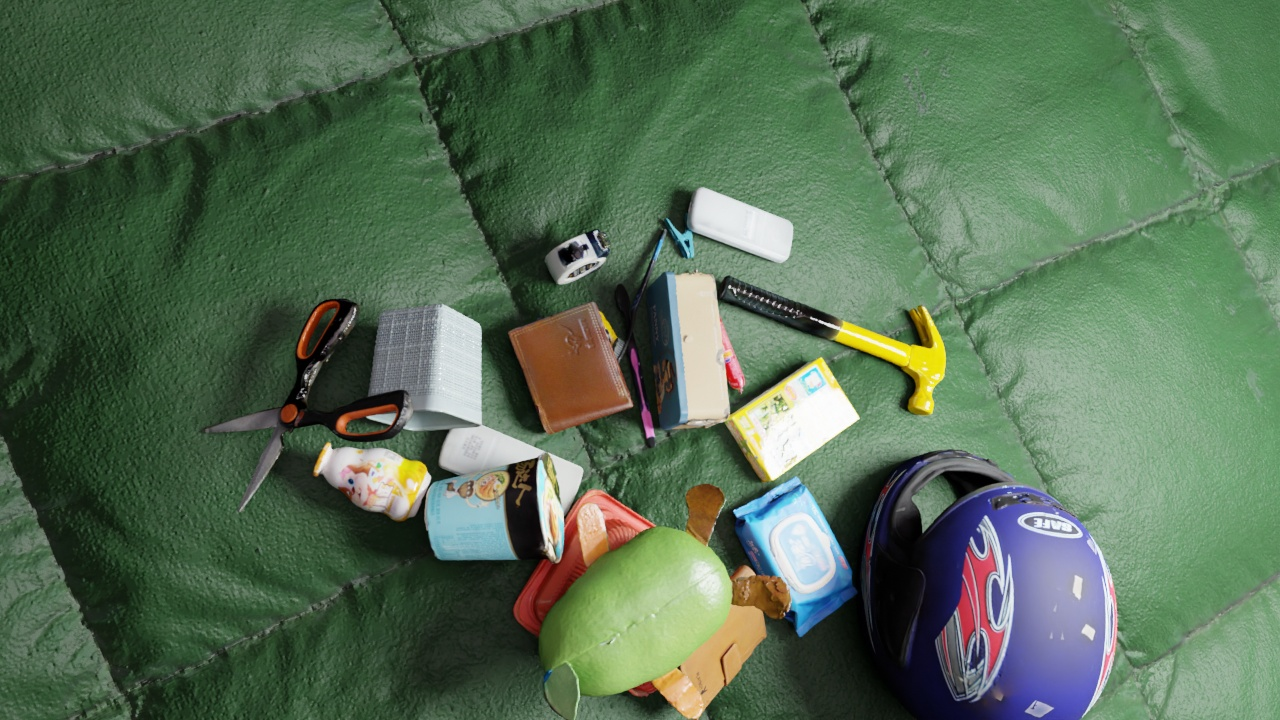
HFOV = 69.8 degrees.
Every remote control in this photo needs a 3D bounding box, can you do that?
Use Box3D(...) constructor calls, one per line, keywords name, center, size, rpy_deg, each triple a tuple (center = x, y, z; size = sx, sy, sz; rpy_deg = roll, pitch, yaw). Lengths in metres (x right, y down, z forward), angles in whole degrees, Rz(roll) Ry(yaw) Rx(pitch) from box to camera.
Box3D(name="remote control", center=(-0.137, 0.113, 0.971), size=(0.150, 0.021, 0.058), rpy_deg=(25, 75, -10))
Box3D(name="remote control", center=(0.120, -0.161, 1.096), size=(0.136, 0.020, 0.055), rpy_deg=(17, 71, -18))

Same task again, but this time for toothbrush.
Box3D(name="toothbrush", center=(-0.006, 0.006, 1.038), size=(0.014, 0.018, 0.189), rpy_deg=(-10, 85, -19))
Box3D(name="toothbrush", center=(-0.001, -0.076, 1.039), size=(0.016, 0.014, 0.189), rpy_deg=(24, 64, -10))

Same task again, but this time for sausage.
Box3D(name="sausage", center=(0.089, -0.034, 1.068), size=(0.020, 0.020, 0.156), rpy_deg=(-19, 84, -19))

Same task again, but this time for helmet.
Box3D(name="helmet", center=(0.373, 0.244, 0.978), size=(0.247, 0.241, 0.315), rpy_deg=(10, 76, -16))

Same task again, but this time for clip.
Box3D(name="clip", center=(0.050, -0.146, 1.082), size=(0.034, 0.013, 0.054), rpy_deg=(-19, 85, -18))

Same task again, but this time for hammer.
Box3D(name="hammer", center=(0.234, -0.038, 1.103), size=(0.300, 0.033, 0.128), rpy_deg=(19, 74, -12))

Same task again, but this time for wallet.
Box3D(name="wallet", center=(0.081, 0.294, 0.959), size=(0.131, 0.031, 0.108), rpy_deg=(-37, 127, -33))
Box3D(name="wallet", center=(-0.074, 0.008, 0.985), size=(0.101, 0.032, 0.124), rpy_deg=(-21, 88, 5))

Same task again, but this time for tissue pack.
Box3D(name="tissue pack", center=(0.175, 0.218, 1.024), size=(0.094, 0.052, 0.157), rpy_deg=(-26, 87, -19))

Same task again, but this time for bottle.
Box3D(name="bottle", center=(-0.267, 0.117, 0.912), size=(0.108, 0.063, 0.063), rpy_deg=(23, 74, -10))

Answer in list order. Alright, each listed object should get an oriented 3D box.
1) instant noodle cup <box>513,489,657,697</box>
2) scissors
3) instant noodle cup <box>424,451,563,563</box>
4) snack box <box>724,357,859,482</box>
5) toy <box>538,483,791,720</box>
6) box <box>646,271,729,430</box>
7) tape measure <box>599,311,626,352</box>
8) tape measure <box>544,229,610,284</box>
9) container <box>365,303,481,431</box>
Box3D(name="instant noodle cup", center=(-0.015, 0.245, 0.951), size=(0.189, 0.079, 0.164), rpy_deg=(34, 76, -12))
Box3D(name="scissors", center=(-0.316, 0.042, 0.885), size=(0.221, 0.022, 0.234), rpy_deg=(8, 70, 21))
Box3D(name="instant noodle cup", center=(-0.145, 0.153, 0.910), size=(0.120, 0.111, 0.111), rpy_deg=(-8, 80, 4))
Box3D(name="snack box", center=(0.176, 0.068, 1.066), size=(0.140, 0.034, 0.087), rpy_deg=(-32, 89, -21))
Box3D(name="toy", center=(0.007, 0.232, 0.870), size=(0.246, 0.090, 0.227), rpy_deg=(-29, 81, -13))
Box3D(name="box", center=(0.050, -0.015, 1.017), size=(0.061, 0.090, 0.184), rpy_deg=(-4, 78, -16))
Box3D(name="tape measure", center=(-0.052, -0.021, 1.019), size=(0.057, 0.029, 0.060), rpy_deg=(-30, 88, -19))
Box3D(name="tape measure", center=(-0.071, -0.113, 1.012), size=(0.066, 0.066, 0.033), rpy_deg=(-25, 82, -21))
Box3D(name="container", center=(-0.214, 0.007, 0.924), size=(0.090, 0.090, 0.111), rpy_deg=(-5, 75, 21))
